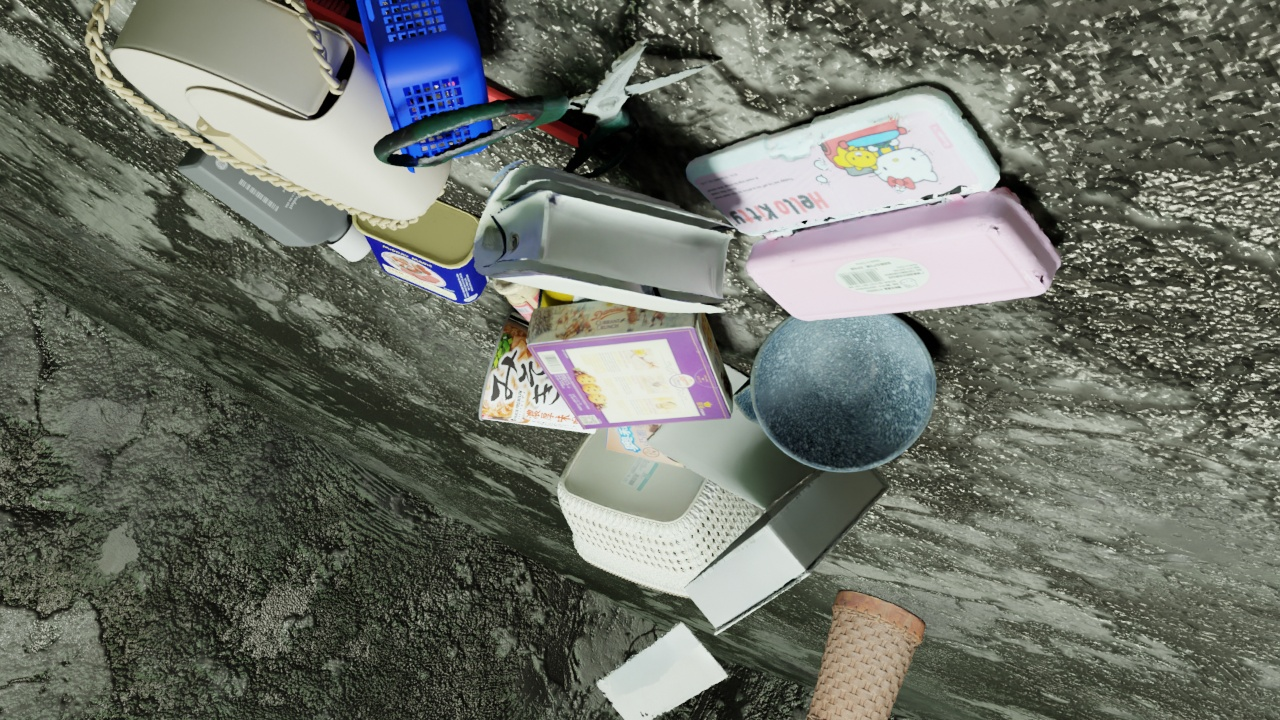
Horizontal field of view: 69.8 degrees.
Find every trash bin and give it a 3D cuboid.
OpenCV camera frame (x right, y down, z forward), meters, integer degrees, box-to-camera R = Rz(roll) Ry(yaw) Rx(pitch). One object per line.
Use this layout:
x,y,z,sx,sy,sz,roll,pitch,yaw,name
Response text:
0.363,0.506,1.506,0.151,0.209,0.151,22,159,8,trash bin

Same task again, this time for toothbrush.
-0.131,-0.198,0.618,0.212,0.017,0.012,24,160,-9,toothbrush

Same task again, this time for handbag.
-0.040,-0.078,0.622,0.151,0.074,0.176,9,177,-30,handbag
-0.254,-0.191,0.664,0.209,0.103,0.210,20,171,18,handbag

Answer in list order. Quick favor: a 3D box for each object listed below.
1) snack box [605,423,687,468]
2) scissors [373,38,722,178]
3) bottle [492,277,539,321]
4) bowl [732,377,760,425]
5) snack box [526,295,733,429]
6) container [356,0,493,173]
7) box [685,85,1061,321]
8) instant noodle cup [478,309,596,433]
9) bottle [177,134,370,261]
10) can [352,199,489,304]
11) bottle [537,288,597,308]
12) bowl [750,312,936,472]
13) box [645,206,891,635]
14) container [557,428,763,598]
0.040,0.078,1.005,0.151,0.034,0.087,13,140,5,snack box
-0.060,-0.136,0.537,0.202,0.015,0.202,-12,173,-18,scissors
-0.099,-0.055,0.889,0.044,0.044,0.109,10,155,35,bottle
0.141,0.031,0.808,0.110,0.055,0.110,22,160,8,bowl
-0.005,0.005,0.801,0.148,0.040,0.143,-5,144,16,snack box
-0.126,-0.176,0.544,0.058,0.096,0.114,-15,162,-8,container
0.132,-0.083,0.562,0.152,0.038,0.202,38,156,-29,box
-0.096,0.021,0.984,0.122,0.123,0.124,16,160,-2,instant noodle cup
-0.319,-0.154,0.840,0.046,0.083,0.174,6,154,41,bottle
-0.200,-0.106,0.858,0.116,0.056,0.092,23,161,6,can
-0.057,-0.076,0.772,0.053,0.053,0.186,25,160,-1,bottle
0.157,0.013,0.716,0.137,0.137,0.057,23,-160,4,bowl
0.092,0.049,0.969,0.173,0.421,0.168,-3,149,-34,box
0.017,0.175,1.142,0.247,0.184,0.143,11,146,32,container
